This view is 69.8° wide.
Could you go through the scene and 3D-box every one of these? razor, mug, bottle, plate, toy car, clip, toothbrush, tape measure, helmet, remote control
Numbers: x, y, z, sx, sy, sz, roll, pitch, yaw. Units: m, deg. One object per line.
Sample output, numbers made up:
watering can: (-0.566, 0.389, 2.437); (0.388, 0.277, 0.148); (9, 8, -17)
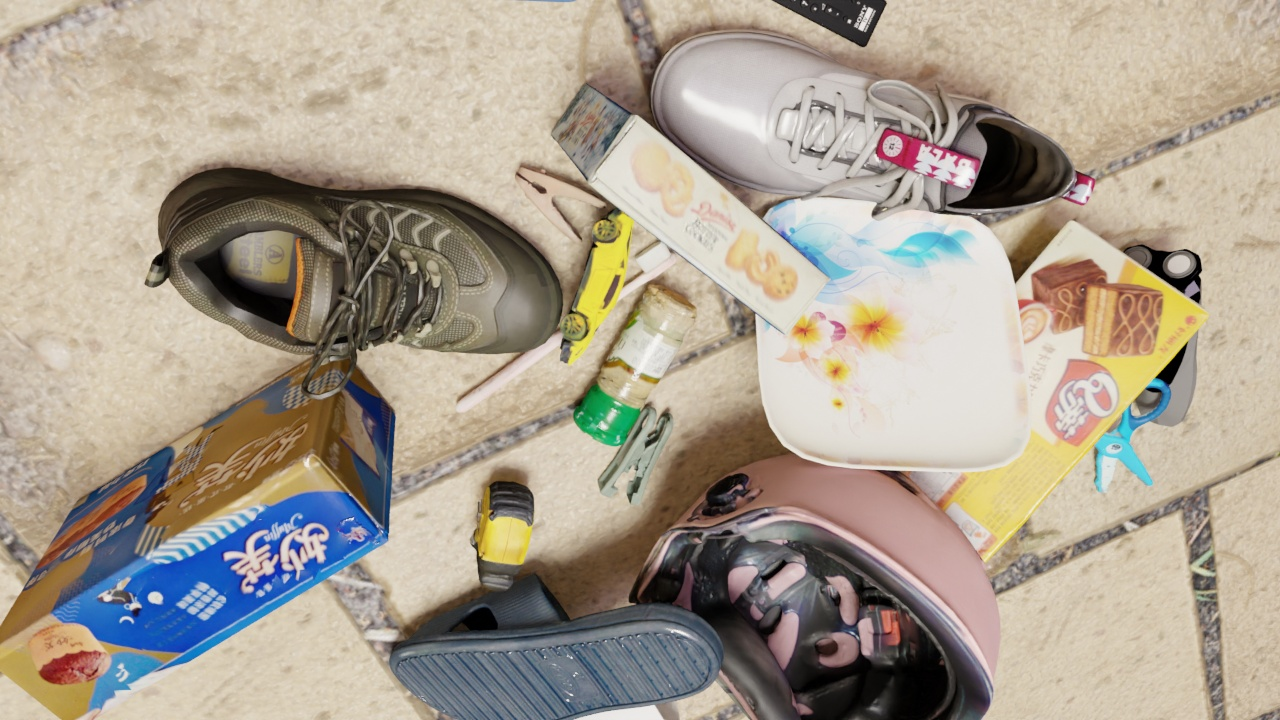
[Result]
razor: (0.400, -0.014, 0.704); (0.060, 0.057, 0.156); (-46, 128, -23)
mug: (-0.021, 0.273, 0.725); (0.088, 0.081, 0.114); (-27, 147, 6)
bottle: (-0.004, 0.004, 0.622); (0.043, 0.043, 0.111); (25, 105, -22)
plate: (0.163, -0.018, 0.606); (0.187, 0.016, 0.186); (3, 71, -10)
toy car: (-0.027, -0.047, 0.581); (0.030, 0.049, 0.107); (20, 95, -3)
clip: (-0.008, 0.066, 0.661); (0.049, 0.023, 0.078); (8, 113, -17)
toothbrush: (-0.053, -0.021, 0.616); (0.181, 0.015, 0.018); (-36, 109, 4)
tape measure: (-0.097, 0.115, 0.637); (0.037, 0.065, 0.064); (12, 115, -13)
helmet: (0.133, 0.158, 0.629); (0.230, 0.152, 0.256); (45, 143, 1)
clip: (-0.054, -0.097, 0.579); (0.060, 0.024, 0.040); (20, 105, -10)
remote control: (0.087, -0.233, 0.556); (0.140, 0.009, 0.030); (18, 108, -22)

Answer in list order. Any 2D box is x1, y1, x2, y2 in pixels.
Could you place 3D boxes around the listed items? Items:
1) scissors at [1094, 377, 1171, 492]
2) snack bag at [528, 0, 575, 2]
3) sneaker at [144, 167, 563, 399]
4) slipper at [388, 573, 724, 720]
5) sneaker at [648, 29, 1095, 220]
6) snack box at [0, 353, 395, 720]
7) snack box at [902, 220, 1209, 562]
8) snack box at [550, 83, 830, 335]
scissors: (0.389, 0.061, 0.734); (0.140, 0.013, 0.115); (40, 126, -21)
snack bag: (-0.101, -0.292, 0.443); (0.159, 0.102, 0.205); (-1, 87, -13)
sneaker: (-0.151, -0.045, 0.512); (0.237, 0.143, 0.101); (10, 110, -17)
slipper: (-0.059, 0.202, 0.663); (0.264, 0.082, 0.101); (-16, 117, 25)
sneaker: (0.136, -0.132, 0.549); (0.263, 0.128, 0.097); (9, 108, -13)
snack box: (-0.250, 0.094, 0.542); (0.203, 0.155, 0.069); (-31, 117, 2)
snack box: (0.273, 0.027, 0.656); (0.110, 0.061, 0.230); (41, 102, 17)
snack box: (0.024, -0.091, 0.530); (0.144, 0.145, 0.043); (35, 101, -24)
